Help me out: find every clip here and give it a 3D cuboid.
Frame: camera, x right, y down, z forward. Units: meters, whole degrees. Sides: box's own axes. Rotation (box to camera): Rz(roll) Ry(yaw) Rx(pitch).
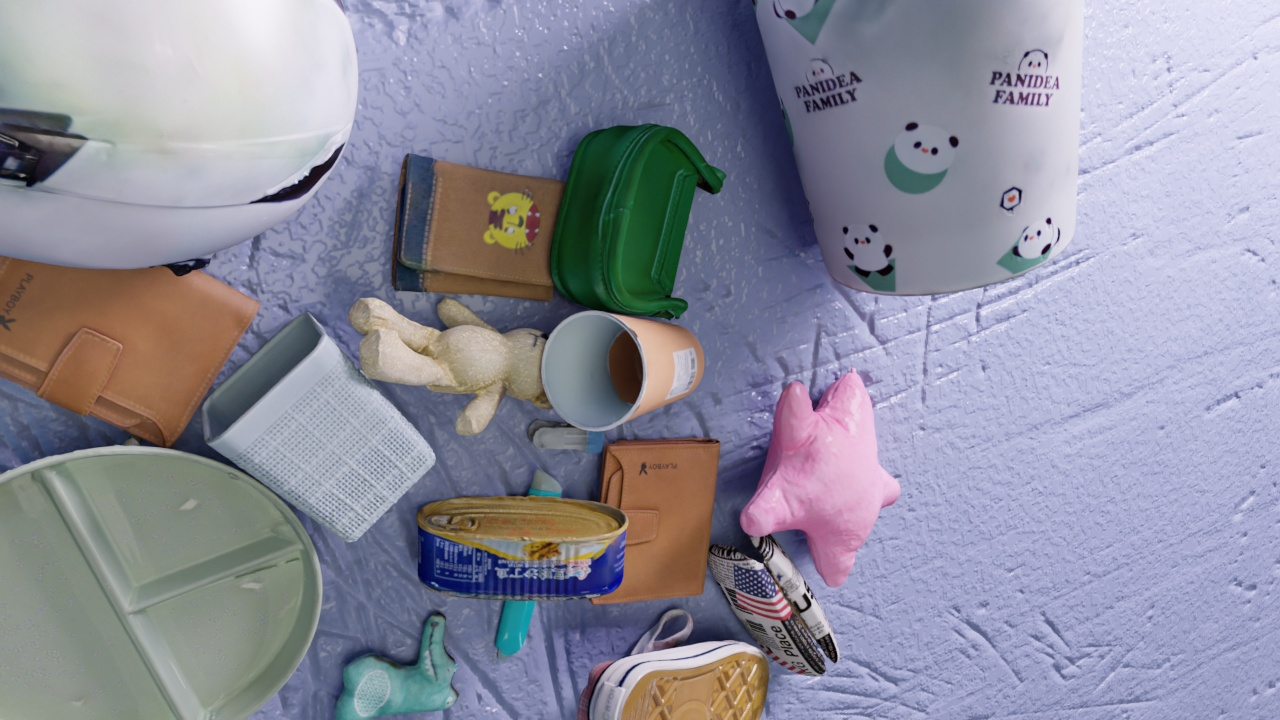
[{"bbox_3d":[-0.057,0.057,0.690,0.058,0.038,0.026,3,102,-28],"label":"clip"}]

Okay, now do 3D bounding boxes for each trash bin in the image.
[{"bbox_3d":[0.201,-0.197,0.650,0.229,0.230,0.252,-26,117,-19],"label":"trash bin"}]

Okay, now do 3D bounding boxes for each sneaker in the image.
[{"bbox_3d":[0.021,0.262,0.735,0.240,0.088,0.118,21,80,-52],"label":"sneaker"}]

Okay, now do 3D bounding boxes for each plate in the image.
[{"bbox_3d":[-0.316,0.151,0.562,0.229,0.027,0.230,-9,115,-21],"label":"plate"}]

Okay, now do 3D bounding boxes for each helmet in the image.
[{"bbox_3d":[-0.249,-0.153,0.451,0.258,0.146,0.229,-4,101,-38],"label":"helmet"}]

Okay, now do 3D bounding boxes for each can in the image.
[{"bbox_3d":[-0.084,0.132,0.650,0.148,0.074,0.049,2,103,-6],"label":"can"}]

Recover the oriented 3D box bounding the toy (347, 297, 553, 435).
[{"bbox_3d":[-0.118,-0.005,0.597,0.066,0.105,0.157,-41,147,28],"label":"toy"}]

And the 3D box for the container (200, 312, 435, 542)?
[{"bbox_3d":[-0.199,0.045,0.578,0.090,0.090,0.111,-45,119,-10],"label":"container"}]

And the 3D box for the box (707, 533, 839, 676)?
[{"bbox_3d":[0.110,0.213,0.779,0.082,0.075,0.163,-32,116,-4],"label":"box"}]

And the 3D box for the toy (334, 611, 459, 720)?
[{"bbox_3d":[-0.173,0.231,0.668,0.091,0.030,0.096,9,90,-32],"label":"toy"}]

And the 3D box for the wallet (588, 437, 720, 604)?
[{"bbox_3d":[0.011,0.127,0.731,0.107,0.031,0.132,2,99,-28],"label":"wallet"}]

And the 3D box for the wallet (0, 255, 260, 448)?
[{"bbox_3d":[-0.316,-0.015,0.542,0.130,0.035,0.119,32,81,-27],"label":"wallet"}]

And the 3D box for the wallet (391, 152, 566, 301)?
[{"bbox_3d":[-0.109,-0.087,0.625,0.115,0.033,0.090,4,99,-30],"label":"wallet"}]

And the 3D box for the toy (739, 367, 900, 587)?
[{"bbox_3d":[0.163,0.092,0.772,0.194,0.075,0.178,34,71,-39],"label":"toy"}]

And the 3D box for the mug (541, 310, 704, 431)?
[{"bbox_3d":[-0.004,0.004,0.644,0.122,0.078,0.078,-7,108,-63],"label":"mug"}]

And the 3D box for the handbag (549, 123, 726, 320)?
[{"bbox_3d":[0.004,-0.095,0.645,0.120,0.068,0.131,11,92,-47],"label":"handbag"}]

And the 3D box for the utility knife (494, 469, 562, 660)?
[{"bbox_3d":[-0.087,0.158,0.701,0.029,0.013,0.158,10,100,-25],"label":"utility knife"}]
